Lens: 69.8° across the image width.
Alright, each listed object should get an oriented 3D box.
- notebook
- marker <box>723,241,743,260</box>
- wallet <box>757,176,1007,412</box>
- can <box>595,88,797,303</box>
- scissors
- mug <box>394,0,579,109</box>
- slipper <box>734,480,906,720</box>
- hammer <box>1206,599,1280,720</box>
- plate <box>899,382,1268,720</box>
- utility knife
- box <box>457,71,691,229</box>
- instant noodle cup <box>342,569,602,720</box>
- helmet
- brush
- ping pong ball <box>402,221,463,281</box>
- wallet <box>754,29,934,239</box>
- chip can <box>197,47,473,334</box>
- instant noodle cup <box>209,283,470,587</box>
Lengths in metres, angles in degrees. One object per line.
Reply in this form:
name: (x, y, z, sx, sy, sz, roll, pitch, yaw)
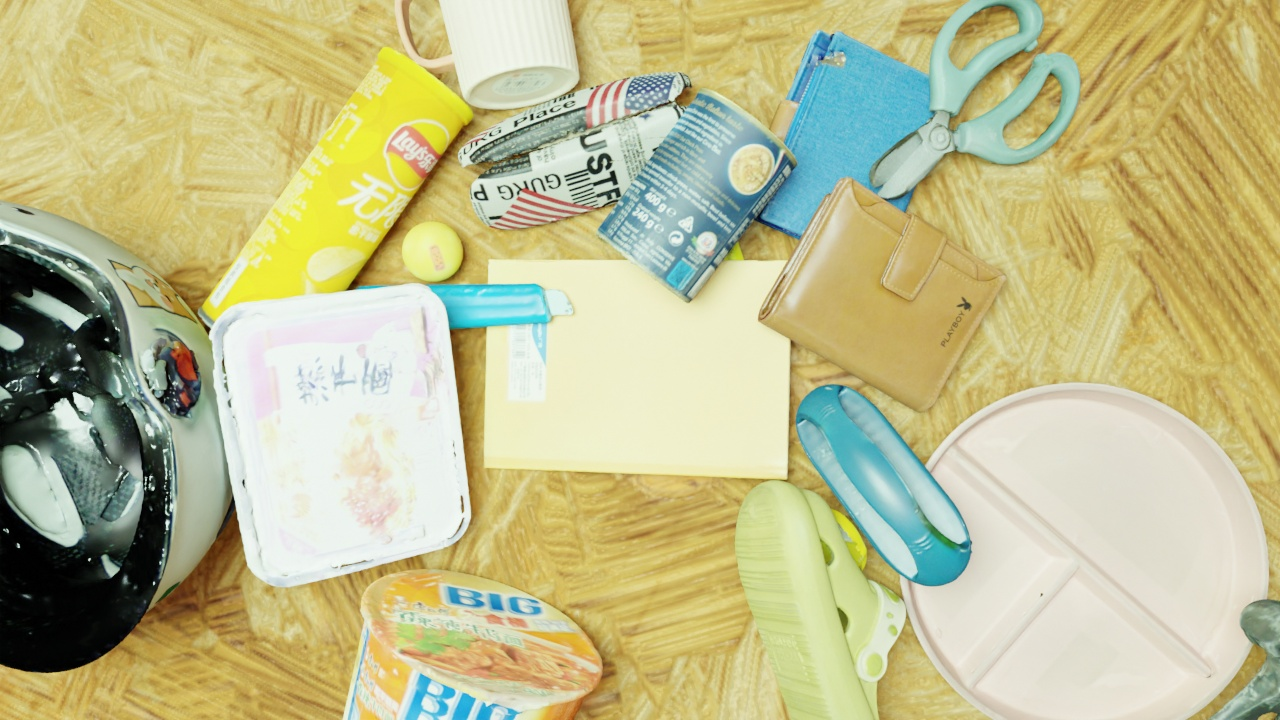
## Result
notebook: (-0.004, 0.004, 0.613, 0.206, 0.010, 0.146, 1, 88, 8)
marker: (0.072, -0.027, 0.618, 0.018, 0.015, 0.124, -16, 86, 6)
wallet: (0.155, -0.041, 0.588, 0.131, 0.031, 0.108, 29, 95, -14)
can: (0.033, -0.099, 0.566, 0.075, 0.075, 0.111, 38, 96, 4)
scissors: (0.226, -0.148, 0.601, 0.129, 0.019, 0.185, 32, 86, -14)
mug: (-0.103, -0.226, 0.604, 0.114, 0.081, 0.106, -12, 88, 6)
slipper: (0.120, 0.164, 0.581, 0.081, 0.092, 0.190, -14, 87, -23)
hammer: (0.286, 0.283, 0.568, 0.323, 0.032, 0.126, -40, 115, 7)
plate: (0.281, 0.129, 0.594, 0.229, 0.028, 0.229, 0, 87, 4)
utility knife: (-0.124, -0.036, 0.620, 0.160, 0.018, 0.034, -1, 85, 9)
box: (-0.042, -0.152, 0.612, 0.163, 0.076, 0.087, -17, 66, 5)
instant noodle cup: (-0.111, 0.211, 0.556, 0.151, 0.151, 0.111, 20, 97, 4)
helmet: (-0.347, 0.035, 0.564, 0.230, 0.156, 0.274, -37, 88, 16)
brush: (0.146, 0.074, 0.564, 0.055, 0.073, 0.144, -38, 66, 9)
ping pong ball: (-0.140, -0.073, 0.618, 0.040, 0.040, 0.040, 0, 87, 3)
wallet: (0.136, -0.138, 0.609, 0.106, 0.040, 0.133, 22, 88, -5)
chip can: (-0.200, -0.099, 0.606, 0.072, 0.072, 0.213, 35, 89, 4)
instant noodle cup: (-0.187, 0.042, 0.578, 0.137, 0.060, 0.173, -10, 102, -24)
